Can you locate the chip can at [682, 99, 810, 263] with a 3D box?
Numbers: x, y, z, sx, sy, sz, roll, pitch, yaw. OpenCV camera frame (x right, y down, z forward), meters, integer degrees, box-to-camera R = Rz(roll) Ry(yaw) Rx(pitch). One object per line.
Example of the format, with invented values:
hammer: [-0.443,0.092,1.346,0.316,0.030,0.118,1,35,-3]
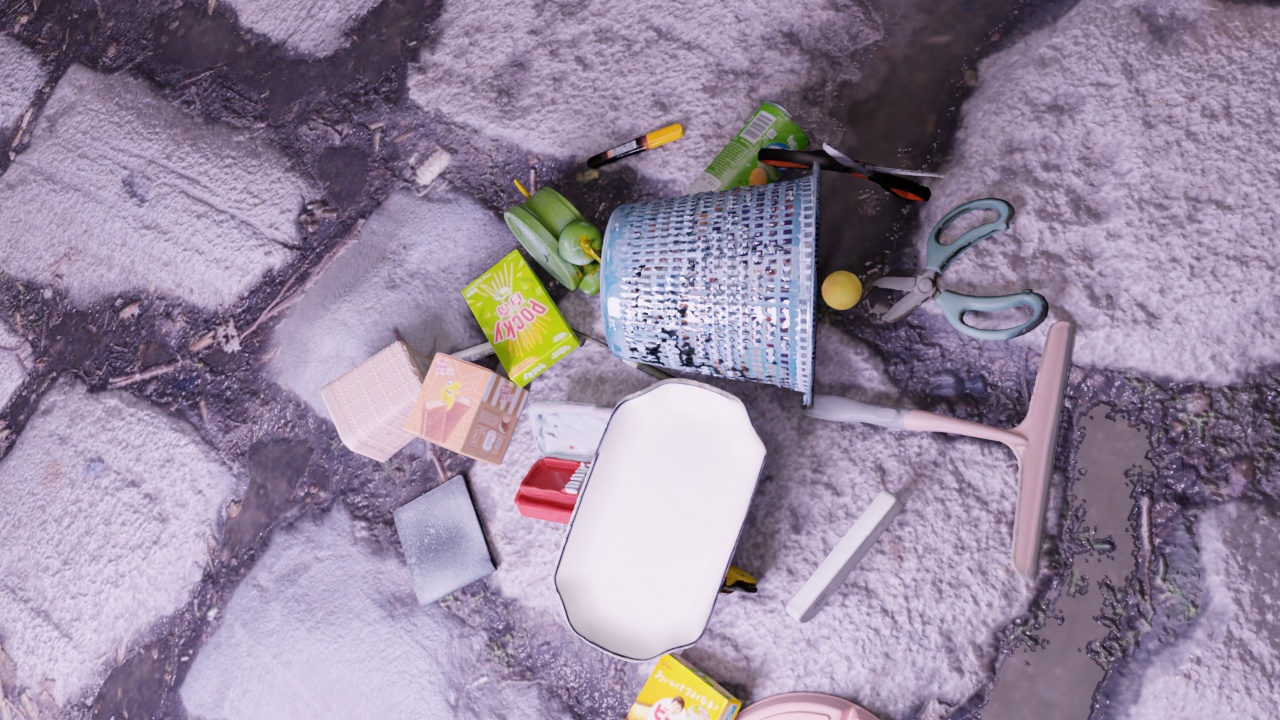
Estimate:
chip can: [0.082,-0.172,0.998,0.072,0.072,0.236,42,91,25]

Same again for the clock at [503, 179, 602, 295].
clock: [-0.083,-0.130,1.024,0.056,0.116,0.161,-44,62,-9]

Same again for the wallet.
wallet: [-0.220,0.201,1.029,0.097,0.019,0.120,-28,66,8]

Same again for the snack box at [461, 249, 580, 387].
snack box: [-0.139,-0.050,1.052,0.086,0.026,0.156,-36,56,3]

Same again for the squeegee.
squeegee: [0.268,0.060,0.883,0.250,0.040,0.247,9,78,23]

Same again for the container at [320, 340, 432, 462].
container: [-0.288,0.045,1.061,0.111,0.090,0.090,-34,66,4]

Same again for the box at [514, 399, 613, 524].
box: [-0.033,0.108,0.942,0.202,0.100,0.102,5,39,21]

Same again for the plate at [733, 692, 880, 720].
plate: [0.151,0.420,0.825,0.230,0.028,0.229,-6,73,19]

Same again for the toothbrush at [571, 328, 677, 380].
toothbrush: [-0.006,0.006,1.012,0.186,0.012,0.017,26,90,24]

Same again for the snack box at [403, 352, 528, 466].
snack box: [-0.191,0.055,1.018,0.077,0.092,0.094,18,81,24]

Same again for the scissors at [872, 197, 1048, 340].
scissors: [0.327,-0.075,0.906,0.170,0.019,0.181,-42,59,4]

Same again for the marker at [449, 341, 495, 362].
marker: [-0.163,-0.019,1.072,0.145,0.017,0.017,-18,69,14]

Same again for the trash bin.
trash bin: [0.070,-0.074,0.874,0.195,0.226,0.226,2,75,10]

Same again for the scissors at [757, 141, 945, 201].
scissors: [0.206,-0.187,0.884,0.221,0.233,0.022,19,99,38]

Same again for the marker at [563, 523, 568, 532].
marker: [-0.068,0.200,0.977,0.018,0.015,0.124,-20,66,12]

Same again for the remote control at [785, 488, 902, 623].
remote control: [0.191,0.184,0.863,0.021,0.058,0.150,40,90,27]

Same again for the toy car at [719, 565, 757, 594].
toy car: [0.040,0.206,0.904,0.156,0.071,0.041,5,79,19]

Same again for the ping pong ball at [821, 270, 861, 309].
ping pong ball: [0.207,-0.072,0.942,0.040,0.040,0.040,-6,73,18]

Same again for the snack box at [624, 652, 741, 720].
snack box: [0.025,0.361,0.873,0.087,0.033,0.140,27,83,42]

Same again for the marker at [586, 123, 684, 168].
marker: [-0.007,-0.252,1.087,0.124,0.015,0.018,-16,68,17]

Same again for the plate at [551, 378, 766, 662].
plate: [0.020,0.148,0.868,0.162,0.034,0.265,16,80,22]
